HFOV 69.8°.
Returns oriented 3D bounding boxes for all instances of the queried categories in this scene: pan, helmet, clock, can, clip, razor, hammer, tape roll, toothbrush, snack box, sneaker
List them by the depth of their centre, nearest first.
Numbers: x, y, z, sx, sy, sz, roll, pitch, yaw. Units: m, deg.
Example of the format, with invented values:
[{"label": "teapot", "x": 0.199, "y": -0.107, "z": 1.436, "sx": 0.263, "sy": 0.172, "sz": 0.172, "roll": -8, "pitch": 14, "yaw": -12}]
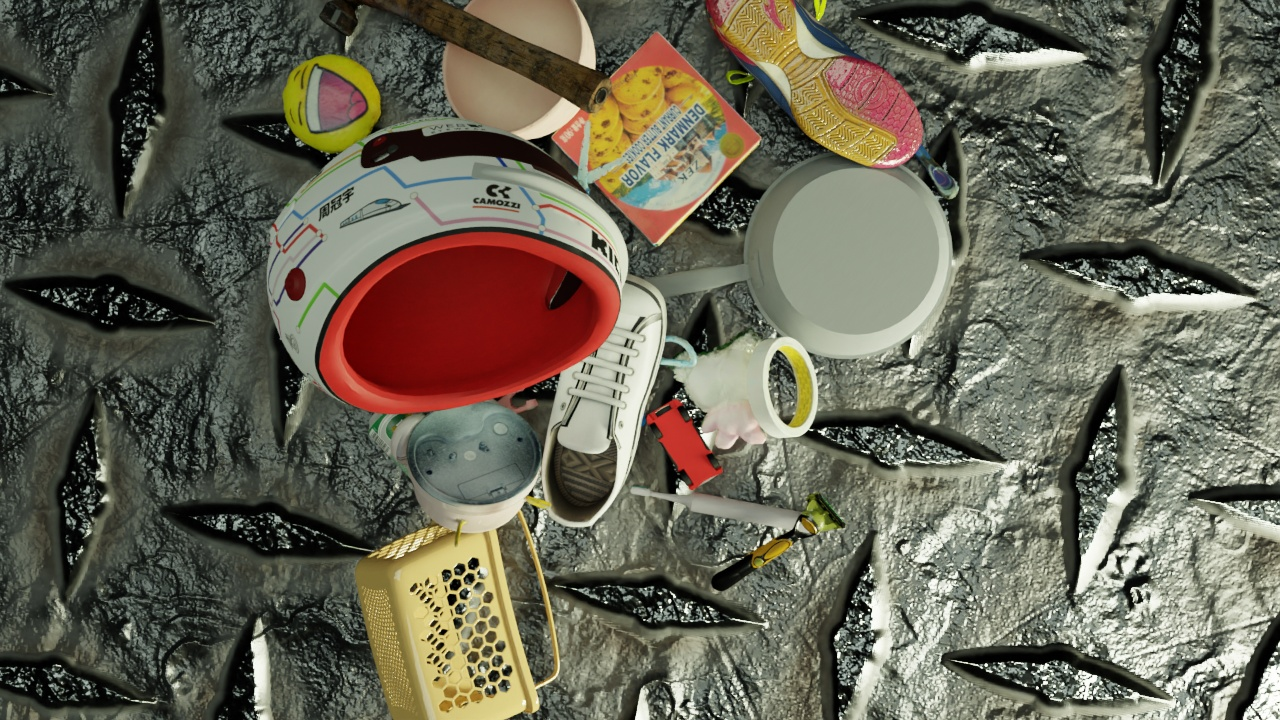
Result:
[{"label": "helmet", "x": -0.168, "y": -0.094, "z": 0.795, "sx": 0.315, "sy": 0.231, "sz": 0.235, "roll": -21, "pitch": 48, "yaw": 14}, {"label": "hammer", "x": -0.155, "y": -0.304, "z": 0.825, "sx": 0.330, "sy": 0.033, "sz": 0.120, "roll": 32, "pitch": 95, "yaw": 25}, {"label": "clock", "x": -0.161, "y": 0.086, "z": 0.835, "sx": 0.116, "sy": 0.059, "sz": 0.158, "roll": -20, "pitch": 55, "yaw": -30}, {"label": "sneaker", "x": -0.042, "y": 0.044, "z": 0.840, "sx": 0.091, "sy": 0.097, "sz": 0.246, "roll": 18, "pitch": 106, "yaw": 4}, {"label": "sneaker", "x": 0.161, "y": -0.273, "z": 0.851, "sx": 0.242, "sy": 0.091, "sz": 0.116, "roll": 41, "pitch": 97, "yaw": -9}, {"label": "tape roll", "x": 0.134, "y": 0.025, "z": 0.859, "sx": 0.019, "sy": 0.093, "sz": 0.094, "roll": -9, "pitch": 92, "yaw": 41}, {"label": "razor", "x": 0.257, "y": -0.211, "z": 0.876, "sx": 0.044, "sy": 0.018, "sz": 0.141, "roll": -41, "pitch": 90, "yaw": 3}, {"label": "snack box", "x": 0.015, "y": -0.209, "z": 0.878, "sx": 0.142, "sy": 0.040, "sz": 0.145, "roll": -44, "pitch": 89, "yaw": 4}, {"label": "pan", "x": 0.123, "y": -0.089, "z": 0.879, "sx": 0.356, "sy": 0.051, "sz": 0.201, "roll": -9, "pitch": 92, "yaw": 1}, {"label": "razor", "x": 0.127, "y": 0.182, "z": 0.885, "sx": 0.144, "sy": 0.021, "sz": 0.044, "roll": -37, "pitch": 101, "yaw": 18}, {"label": "can", "x": -0.217, "y": 0.084, "z": 0.895, "sx": 0.053, "sy": 0.053, "sz": 0.101, "roll": -44, "pitch": 89, "yaw": 3}, {"label": "toothbrush", "x": 0.083, "y": 0.144, "z": 0.898, "sx": 0.188, "sy": 0.019, "sz": 0.018, "roll": 10, "pitch": 112, "yaw": 2}, {"label": "clip", "x": -0.127, "y": 0.049, "z": 0.907, "sx": 0.045, "sy": 0.023, "sz": 0.060, "roll": 35, "pitch": 88, "yaw": 2}]

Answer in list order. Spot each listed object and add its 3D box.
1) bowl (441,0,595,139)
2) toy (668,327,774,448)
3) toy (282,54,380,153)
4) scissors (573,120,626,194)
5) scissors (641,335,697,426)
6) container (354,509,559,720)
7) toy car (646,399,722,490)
[{"label": "bowl", "x": -0.102, "y": -0.270, "z": 0.854, "sx": 0.153, "sy": 0.076, "sz": 0.153, "roll": -4, "pitch": 82, "yaw": 25}, {"label": "toy", "x": 0.085, "y": 0.032, "z": 0.881, "sx": 0.096, "sy": 0.041, "sz": 0.109, "roll": -17, "pitch": 85, "yaw": 19}, {"label": "toy", "x": -0.300, "y": -0.250, "z": 0.892, "sx": 0.094, "sy": 0.041, "sz": 0.095, "roll": 5, "pitch": 92, "yaw": -3}, {"label": "scissors", "x": -0.051, "y": -0.160, "z": 0.868, "sx": 0.130, "sy": 0.014, "sz": 0.119, "roll": -20, "pitch": 104, "yaw": 41}, {"label": "scissors", "x": -0.003, "y": 0.004, "z": 0.885, "sx": 0.130, "sy": 0.013, "sz": 0.125, "roll": -8, "pitch": 102, "yaw": 21}, {"label": "container", "x": -0.162, "y": 0.242, "z": 0.871, "sx": 0.166, "sy": 0.129, "sz": 0.183, "roll": -15, "pitch": 91, "yaw": -38}, {"label": "toy car", "x": 0.043, "y": 0.082, "z": 0.891, "sx": 0.038, "sy": 0.025, "sz": 0.089, "roll": -32, "pitch": 96, "yaw": 4}]
